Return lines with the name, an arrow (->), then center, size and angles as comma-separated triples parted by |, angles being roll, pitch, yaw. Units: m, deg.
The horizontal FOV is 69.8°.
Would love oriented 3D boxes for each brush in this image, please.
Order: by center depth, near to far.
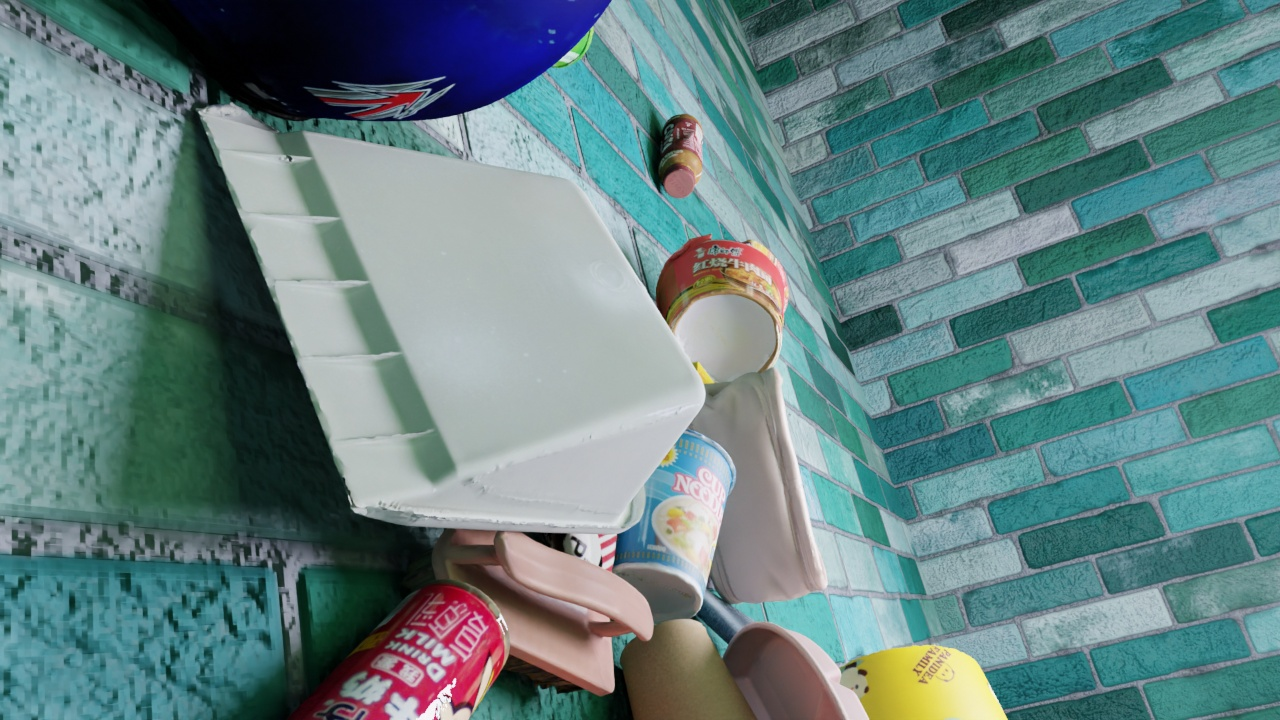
brush -> -0.053, 0.120, 0.462 | 0.145, 0.073, 0.063 | 46, 30, -47

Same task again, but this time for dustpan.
dustpan -> -0.084, 0.003, 0.488 | 0.257, 0.143, 0.222 | -6, 55, -41

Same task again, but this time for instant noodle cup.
instant noodle cup -> 0.013, 0.118, 0.636 | 0.099, 0.099, 0.109 | 56, 30, -36
instant noodle cup -> 0.082, -0.041, 0.912 | 0.138, 0.138, 0.108 | 60, 17, -25

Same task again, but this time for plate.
plate -> 0.100, 0.280, 0.574 | 0.230, 0.028, 0.229 | 178, -90, -72

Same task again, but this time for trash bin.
trash bin -> 0.278, 0.431, 0.865 | 0.230, 0.230, 0.254 | 55, 17, -37

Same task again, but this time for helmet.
helmet -> -0.120, -0.279, 0.436 | 0.247, 0.241, 0.315 | 13, 58, -71

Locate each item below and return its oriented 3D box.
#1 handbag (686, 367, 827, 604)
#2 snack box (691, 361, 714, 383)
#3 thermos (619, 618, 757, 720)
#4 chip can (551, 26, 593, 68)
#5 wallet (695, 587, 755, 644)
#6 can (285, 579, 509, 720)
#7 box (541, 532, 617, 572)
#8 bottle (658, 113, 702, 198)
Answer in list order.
handbag -> 0.116, 0.101, 0.843 | 0.233, 0.093, 0.193 | -19, 97, -73
snack box -> 0.052, 0.082, 0.830 | 0.087, 0.034, 0.140 | 50, 36, -46
thermos -> 0.037, 0.234, 0.555 | 0.093, 0.093, 0.143 | 50, 8, -45
chip can -> -0.101, -0.286, 0.764 | 0.072, 0.073, 0.220 | 67, 18, -8
wallet -> 0.090, 0.222, 0.723 | 0.121, 0.019, 0.097 | 37, -3, -29
can -> -0.097, 0.136, 0.344 | 0.053, 0.053, 0.132 | 67, 18, -8
box -> -0.036, 0.076, 0.598 | 0.164, 0.051, 0.068 | -96, 172, -46
bottle -> 0.054, -0.270, 1.216 | 0.057, 0.057, 0.174 | 59, 21, -30
